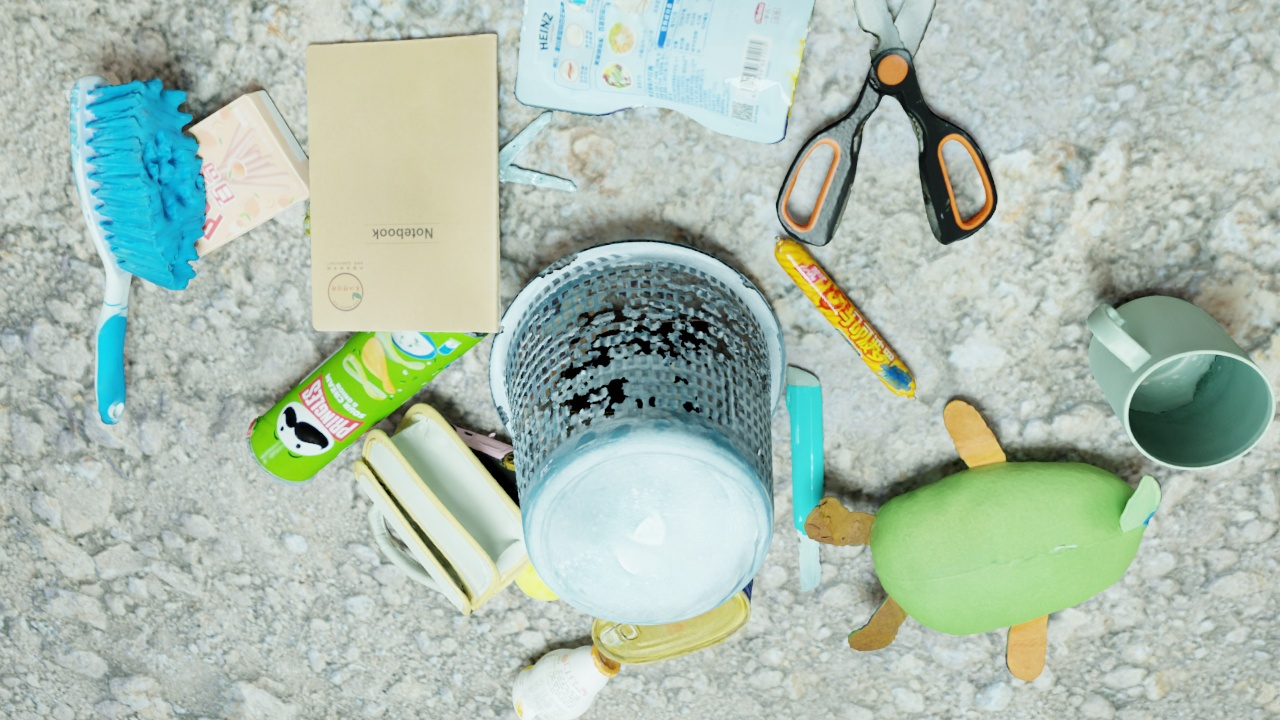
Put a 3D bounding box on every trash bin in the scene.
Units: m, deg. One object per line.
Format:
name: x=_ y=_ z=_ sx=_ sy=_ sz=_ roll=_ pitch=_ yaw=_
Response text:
trash bin: x=0.002 y=0.059 z=0.621 sx=0.226 sy=0.194 sz=0.227 roll=-1 pitch=121 yaw=-2

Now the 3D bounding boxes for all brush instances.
brush: x=-0.399 y=-0.070 z=0.722 sx=0.109 sy=0.060 sz=0.315 roll=14 pitch=119 yaw=12

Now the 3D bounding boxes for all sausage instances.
sausage: x=0.151 y=-0.029 z=0.671 sx=0.021 sy=0.021 sz=0.165 roll=-38 pitch=103 yaw=25

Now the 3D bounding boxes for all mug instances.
mug: x=0.336 y=0.001 z=0.599 sx=0.111 sy=0.106 sz=0.082 roll=35 pitch=118 yaw=-7

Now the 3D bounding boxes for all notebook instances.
notebook: x=-0.171 y=-0.124 z=0.659 sx=0.148 sy=0.008 sz=0.207 roll=1 pitch=94 yaw=13

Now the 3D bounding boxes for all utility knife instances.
utility knife: x=0.134 y=0.100 z=0.741 sx=0.029 sy=0.013 sz=0.210 roll=0 pitch=113 yaw=12

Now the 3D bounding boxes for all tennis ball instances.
tennis ball: x=-0.079 y=0.174 z=0.792 sx=0.065 sy=0.065 sz=0.065 roll=5 pitch=116 yaw=9

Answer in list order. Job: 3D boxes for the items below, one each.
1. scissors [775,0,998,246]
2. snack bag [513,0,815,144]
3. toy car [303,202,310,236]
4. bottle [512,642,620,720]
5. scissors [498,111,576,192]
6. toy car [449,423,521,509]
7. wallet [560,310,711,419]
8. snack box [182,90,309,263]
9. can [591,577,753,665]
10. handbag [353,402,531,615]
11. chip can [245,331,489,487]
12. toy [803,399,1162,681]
scissors: x=0.169 y=-0.168 z=0.604 sx=0.222 sy=0.021 sz=0.221 roll=35 pitch=112 yaw=-8
snack bag: x=0.012 y=-0.210 z=0.605 sx=0.191 sy=0.038 sz=0.110 roll=13 pitch=122 yaw=8
toy car: x=-0.230 y=-0.085 z=0.715 sx=0.043 sy=0.036 sz=0.091 roll=1 pitch=114 yaw=10
bottle: x=-0.068 y=0.298 z=0.851 sx=0.109 sy=0.063 sz=0.063 roll=-38 pitch=103 yaw=25
scissors: x=-0.113 y=-0.134 z=0.681 sx=0.133 sy=0.017 sz=0.129 roll=14 pitch=115 yaw=1
toy car: x=-0.133 y=0.088 z=0.780 sx=0.122 sy=0.037 sz=0.056 roll=18 pitch=120 yaw=17
wallet: x=-0.004 y=0.004 z=0.722 sx=0.122 sy=0.020 sz=0.096 roll=2 pitch=121 yaw=10
snack box: x=-0.333 y=-0.137 z=0.717 sx=0.157 sy=0.026 sz=0.084 roll=-22 pitch=109 yaw=20
can: x=0.028 y=0.213 z=0.797 sx=0.148 sy=0.049 sz=0.074 roll=-25 pitch=107 yaw=22
handbag: x=-0.183 y=0.144 z=0.776 sx=0.163 sy=0.063 sz=0.179 roll=49 pitch=135 yaw=9
chip can: x=-0.222 y=0.015 z=0.742 sx=0.237 sy=0.072 sz=0.072 roll=-36 pitch=104 yaw=24
toy: x=0.259 y=0.141 z=0.694 sx=0.247 sy=0.089 sz=0.227 roll=-16 pitch=101 yaw=15
